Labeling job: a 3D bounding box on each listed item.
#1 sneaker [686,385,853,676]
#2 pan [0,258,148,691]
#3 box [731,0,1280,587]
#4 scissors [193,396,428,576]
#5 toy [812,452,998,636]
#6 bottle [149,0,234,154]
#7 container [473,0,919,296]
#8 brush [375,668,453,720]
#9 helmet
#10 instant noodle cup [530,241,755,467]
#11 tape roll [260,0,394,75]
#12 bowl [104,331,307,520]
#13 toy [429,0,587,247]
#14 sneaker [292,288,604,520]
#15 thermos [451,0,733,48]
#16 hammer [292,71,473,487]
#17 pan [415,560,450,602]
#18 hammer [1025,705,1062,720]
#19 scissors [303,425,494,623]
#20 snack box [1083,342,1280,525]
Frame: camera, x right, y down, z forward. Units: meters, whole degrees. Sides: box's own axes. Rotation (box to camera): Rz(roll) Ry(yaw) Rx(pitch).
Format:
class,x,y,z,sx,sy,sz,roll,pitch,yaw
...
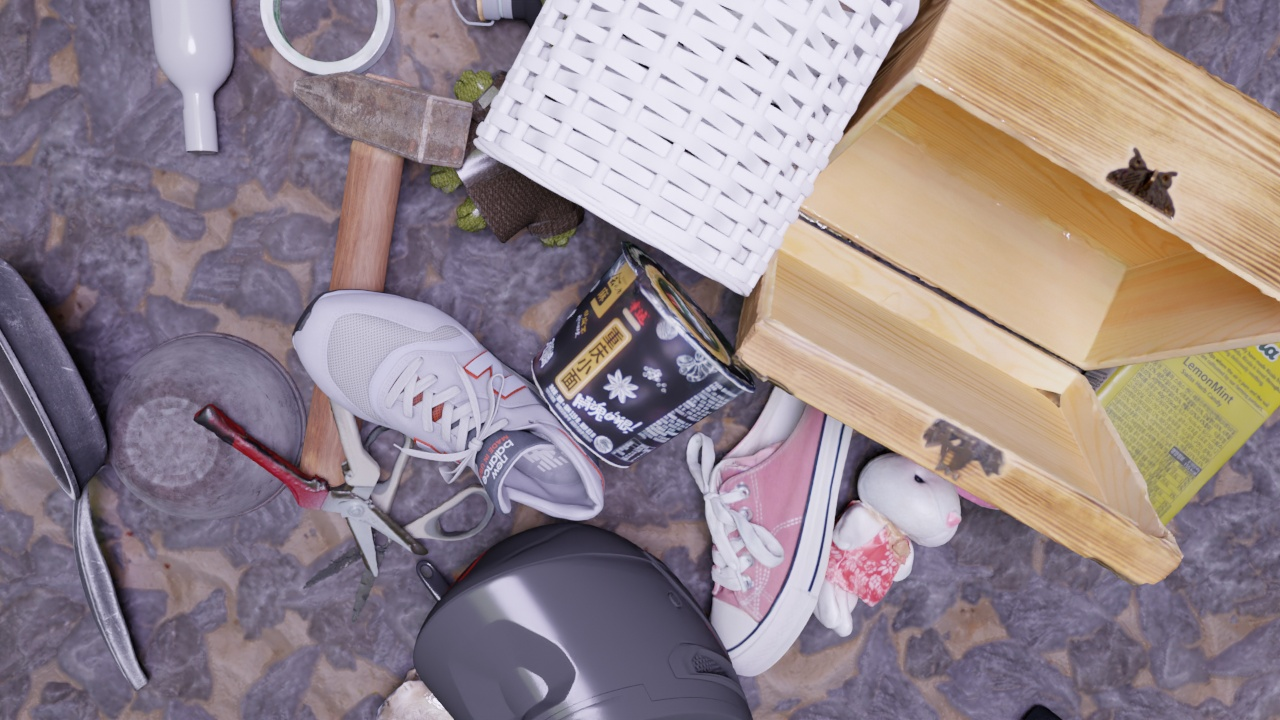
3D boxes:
class,x,y,z,sx,sy,sz,roll,pitch,yaw
sneaker,0.084,0.112,0.675,0.087,0.118,0.241,16,90,-24
pan,-0.409,0.086,0.656,0.055,0.187,0.357,-30,120,-35
box,0.218,-0.037,0.596,0.279,0.270,0.263,27,82,-4
scissors,-0.224,0.074,0.655,0.194,0.015,0.180,19,113,-20
toy,0.193,0.117,0.688,0.194,0.084,0.159,-48,125,3
bottle,-0.317,-0.246,0.648,0.052,0.052,0.195,-2,96,-2
container,0.028,-0.162,0.528,0.189,0.189,0.187,29,97,-4
brush,-0.084,0.336,0.713,0.271,0.056,0.083,37,93,-5
helmet,-0.038,0.200,0.624,0.164,0.169,0.264,-41,135,13
instant noodle cup,-0.004,0.004,0.649,0.112,0.137,0.137,-42,96,11
tape roll,-0.227,-0.255,0.668,0.094,0.018,0.094,0,95,-2
bowl,-0.328,0.054,0.672,0.145,0.067,0.145,0,96,-2
toy,-0.071,-0.149,0.647,0.153,0.078,0.179,-28,118,3
sneaker,-0.108,0.040,0.605,0.239,0.124,0.089,31,97,-35
thermos,-0.019,-0.258,0.651,0.231,0.061,0.061,3,96,-2
hammer,-0.209,-0.050,0.657,0.158,0.037,0.301,25,109,36
pan,-0.059,0.292,0.686,0.198,0.021,0.356,-34,83,-34
hammer,0.197,0.380,0.709,0.333,0.118,0.025,-33,98,-3
scissors,-0.188,0.125,0.711,0.168,0.012,0.157,-6,95,0
snack box,0.403,0.031,0.704,0.121,0.045,0.181,38,97,-7
